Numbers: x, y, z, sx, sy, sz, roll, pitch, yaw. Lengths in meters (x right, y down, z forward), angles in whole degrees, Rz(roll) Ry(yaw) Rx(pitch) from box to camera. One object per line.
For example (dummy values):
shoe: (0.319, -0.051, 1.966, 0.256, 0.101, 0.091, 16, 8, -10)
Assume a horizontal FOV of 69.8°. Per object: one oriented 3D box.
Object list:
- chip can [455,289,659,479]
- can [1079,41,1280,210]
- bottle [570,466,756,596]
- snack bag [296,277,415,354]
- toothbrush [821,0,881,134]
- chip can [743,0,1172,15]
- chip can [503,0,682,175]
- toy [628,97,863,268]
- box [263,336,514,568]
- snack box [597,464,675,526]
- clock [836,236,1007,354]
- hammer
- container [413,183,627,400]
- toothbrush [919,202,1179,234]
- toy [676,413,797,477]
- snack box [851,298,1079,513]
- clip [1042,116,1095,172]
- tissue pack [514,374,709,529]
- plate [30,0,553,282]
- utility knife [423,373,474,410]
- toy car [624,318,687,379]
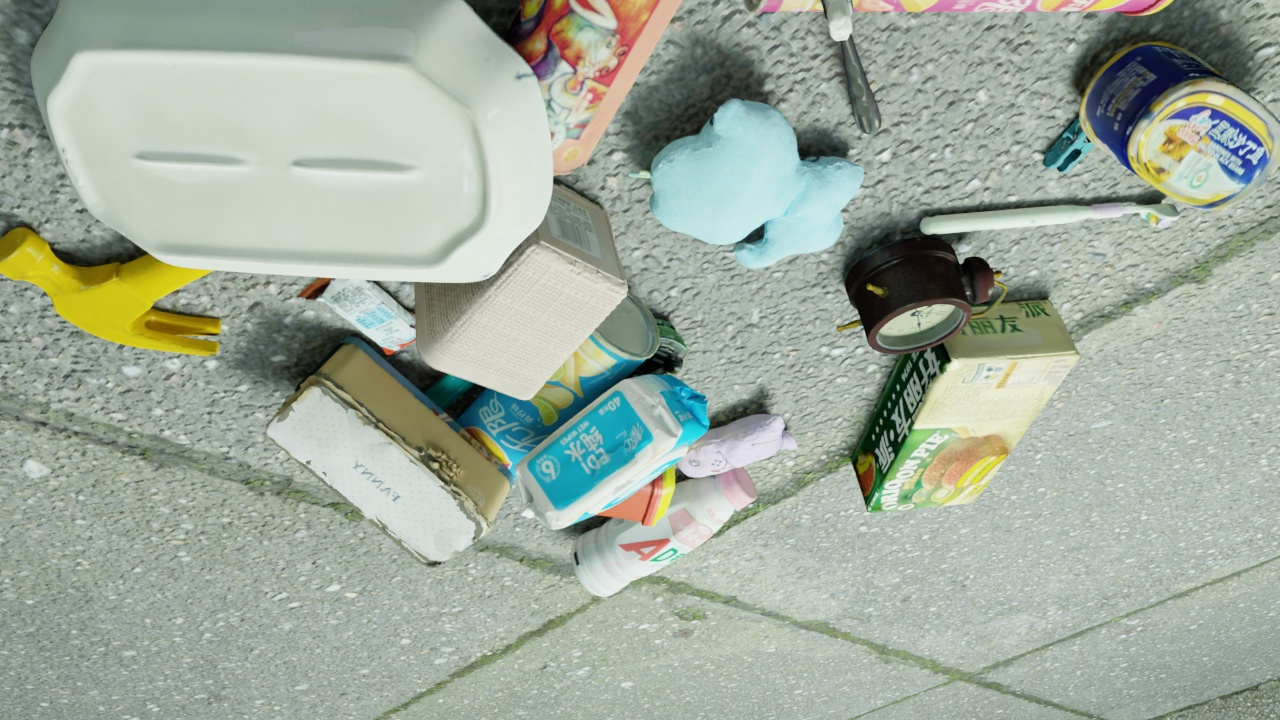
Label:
chip can: (-0.077, 0.027, 0.691, 0.071, 0.071, 0.211, 19, 134, -34)
can: (0.339, -0.143, 0.572, 0.148, 0.049, 0.075, 13, 126, -34)
bottle: (0.022, 0.163, 0.899, 0.197, 0.068, 0.068, -34, 137, 24)
snack bag: (-0.180, -0.034, 0.618, 0.048, 0.026, 0.104, -33, 144, 10)
toothbrush: (0.115, -0.151, 0.491, 0.016, 0.018, 0.181, -10, 172, 18)
chip can: (0.156, -0.204, 0.442, 0.210, 0.071, 0.072, -4, 143, -9)
chip can: (-0.008, -0.186, 0.428, 0.071, 0.071, 0.215, 12, 138, -27)
toy: (0.068, -0.105, 0.571, 0.156, 0.049, 0.162, -10, 151, -13)
box: (-0.186, 0.066, 0.671, 0.090, 0.061, 0.184, -34, 106, 31)
snack box: (-0.016, 0.084, 0.767, 0.080, 0.091, 0.082, 5, 142, -8)
clock: (0.208, -0.046, 0.670, 0.122, 0.055, 0.082, -2, 149, -14)
hammer: (-0.223, -0.083, 0.542, 0.301, 0.032, 0.129, -22, 142, 16)
container: (-0.074, -0.050, 0.579, 0.090, 0.089, 0.111, 23, 128, -36)
toothbrush: (0.291, -0.100, 0.655, 0.189, 0.029, 0.020, -4, 100, -7)
toy: (0.084, 0.078, 0.823, 0.108, 0.039, 0.084, -22, 150, 13)
snack box: (0.275, 0.048, 0.810, 0.114, 0.063, 0.241, -4, 143, -8)
clip: (0.288, -0.146, 0.599, 0.042, 0.014, 0.057, 11, 136, -27)
tissue pack: (-0.019, 0.066, 0.664, 0.140, 0.063, 0.090, -38, 168, 17)
plate: (-0.177, -0.103, 0.457, 0.266, 0.034, 0.162, 5, 128, 4)
utility knife: (-0.166, 0.033, 0.724, 0.029, 0.013, 0.216, 25, 128, -40)
toy car: (-0.004, 0.004, 0.706, 0.043, 0.036, 0.091, 20, 131, -36)
